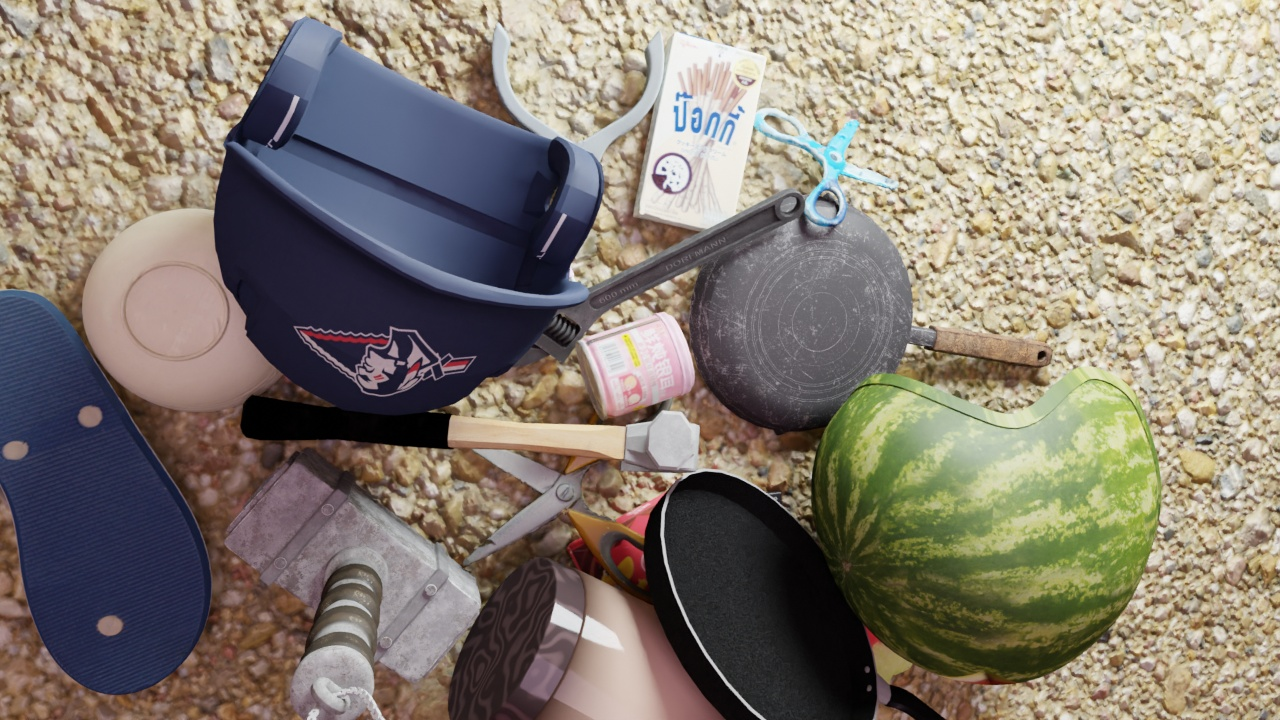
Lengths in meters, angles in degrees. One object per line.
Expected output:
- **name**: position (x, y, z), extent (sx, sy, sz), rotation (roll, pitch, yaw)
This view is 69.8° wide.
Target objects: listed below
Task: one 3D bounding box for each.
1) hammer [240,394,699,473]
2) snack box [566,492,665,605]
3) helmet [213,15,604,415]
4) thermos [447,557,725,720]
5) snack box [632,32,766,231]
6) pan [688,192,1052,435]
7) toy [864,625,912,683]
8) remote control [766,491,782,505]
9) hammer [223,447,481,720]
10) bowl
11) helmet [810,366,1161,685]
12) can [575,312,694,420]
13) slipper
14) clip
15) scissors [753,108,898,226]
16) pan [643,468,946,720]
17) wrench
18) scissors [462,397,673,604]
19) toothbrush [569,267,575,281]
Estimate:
- **hammer**: position (-0.122, 0.053, 0.672), extent (0.328, 0.131, 0.039), rotation (4, 81, 1)
- **snack box**: position (0.017, 0.163, 0.765), extent (0.133, 0.021, 0.089), rotation (-27, 99, -10)
- **helmet**: position (-0.153, -0.070, 0.585), extent (0.232, 0.272, 0.223), rotation (21, 95, -26)
- **thermos**: position (-0.011, 0.254, 0.675), extent (0.226, 0.173, 0.172), rotation (35, 85, -21)
- **snack box**: position (0.048, -0.183, 0.750), extent (0.082, 0.026, 0.150), rotation (11, 91, -14)
- **pan**: position (0.214, -0.025, 0.787), extent (0.356, 0.040, 0.208), rotation (7, 99, -16)
- **toy**: position (0.185, 0.222, 0.797), extent (0.091, 0.045, 0.135), rotation (-34, 94, -11)
- **remote control**: position (0.111, 0.184, 0.795), extent (0.030, 0.009, 0.140), rotation (-4, 94, -13)
- **hammer**: position (-0.179, 0.153, 0.560), extent (0.177, 0.326, 0.079), rotation (42, 83, -12)
- **bowl**: position (-0.319, -0.035, 0.646), extent (0.150, 0.075, 0.151), rotation (-1, 93, -14)
- **helmet**: position (0.258, 0.126, 0.716), extent (0.246, 0.214, 0.243), rotation (-4, 80, -20)
- **can**: position (-0.004, 0.004, 0.715), extent (0.076, 0.067, 0.067), rotation (-18, 97, -11)
- **slipper**: position (-0.390, 0.091, 0.645), extent (0.118, 0.060, 0.295), rotation (-22, 103, -15)
- **clip**: position (-0.043, -0.210, 0.721), extent (0.165, 0.032, 0.164), rotation (-42, 100, 0)
- **scissors**: position (0.150, -0.161, 0.757), extent (0.134, 0.011, 0.139), rotation (21, 55, -6)
- **pan**: position (0.140, 0.224, 0.700), extent (0.356, 0.224, 0.034), rotation (39, 119, -16)
- **wrench**: position (0.003, -0.066, 0.716), extent (0.273, 0.018, 0.073), rotation (-26, 126, 3)
- **scissors**: position (-0.036, 0.110, 0.737), extent (0.225, 0.016, 0.230), rotation (-39, 88, -11)
- **toothbrush**: position (-0.074, -0.105, 0.731), extent (0.022, 0.015, 0.155), rotation (-19, 99, 20)
